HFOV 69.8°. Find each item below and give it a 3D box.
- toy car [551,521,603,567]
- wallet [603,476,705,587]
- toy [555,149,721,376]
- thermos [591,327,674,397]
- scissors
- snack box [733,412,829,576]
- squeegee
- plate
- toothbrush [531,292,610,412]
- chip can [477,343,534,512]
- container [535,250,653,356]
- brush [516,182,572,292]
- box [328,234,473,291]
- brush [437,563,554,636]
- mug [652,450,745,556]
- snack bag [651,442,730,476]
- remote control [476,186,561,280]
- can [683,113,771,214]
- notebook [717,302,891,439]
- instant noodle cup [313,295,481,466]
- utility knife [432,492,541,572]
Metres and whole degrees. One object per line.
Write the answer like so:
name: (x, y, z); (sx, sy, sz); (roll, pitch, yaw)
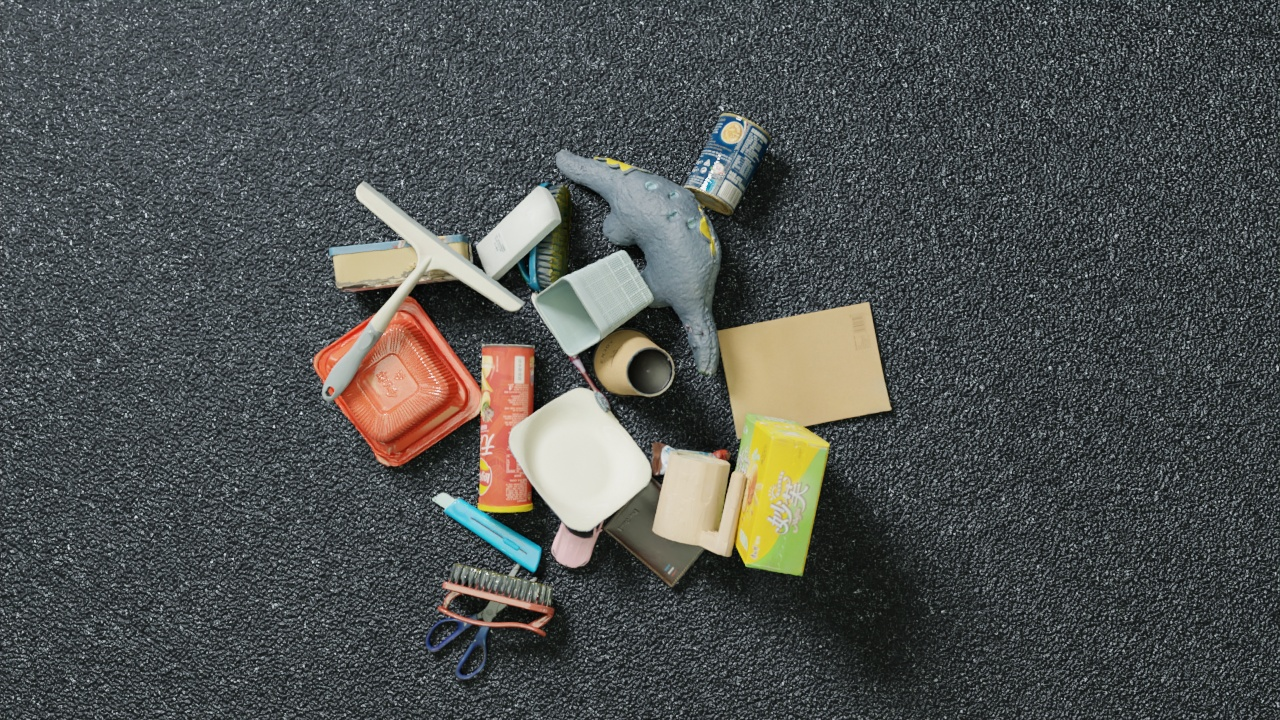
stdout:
toy car: (-0.077, 0.214, 1.207); (0.056, 0.037, 0.122); (20, 90, 0)
wallet: (0.026, 0.226, 1.220); (0.122, 0.020, 0.096); (41, 88, 1)
toy: (0.029, -0.150, 1.189); (0.138, 0.091, 0.356); (-33, 87, 13)
thermos: (-0.007, 0.007, 1.165); (0.093, 0.143, 0.093); (-1, 96, -14)
scissors: (-0.202, 0.348, 1.213); (0.169, 0.012, 0.146); (-14, 88, -3)
snack box: (0.161, 0.156, 1.123); (0.070, 0.210, 0.157); (11, 93, -3)
squeegee: (-0.315, -0.048, 1.117); (0.246, 0.039, 0.246); (38, 91, -4)
plate: (-0.081, 0.128, 1.179); (0.163, 0.034, 0.163); (-32, 82, -39)
toothbrush: (-0.092, -0.011, 1.212); (0.016, 0.017, 0.187); (-32, 86, -5)
chip can: (-0.173, 0.087, 1.187); (0.073, 0.073, 0.216); (1, 90, -2)
container: (-0.054, -0.077, 1.164); (0.111, 0.090, 0.090); (-34, 95, -37)
brush: (-0.130, -0.161, 1.203); (0.074, 0.055, 0.144); (3, 89, 21)
box: (-0.309, -0.124, 1.176); (0.184, 0.090, 0.059); (-5, 94, -6)
brush: (-0.183, 0.310, 1.180); (0.146, 0.063, 0.069); (15, 74, -4)
mug: (0.078, 0.176, 1.149); (0.084, 0.125, 0.103); (9, 93, -38)
snack bag: (0.066, 0.135, 1.218); (0.105, 0.026, 0.045); (6, 93, 0)
remote control: (-0.157, -0.162, 1.177); (0.135, 0.019, 0.056); (-38, 65, 29)
can: (0.113, -0.255, 1.200); (0.075, 0.075, 0.111); (28, 88, -2)
notebook: (0.220, 0.013, 1.232); (0.211, 0.012, 0.149); (-11, 89, -2)
instant noodle cup: (-0.315, 0.030, 1.180); (0.164, 0.079, 0.189); (-36, 93, -1)
utility knife: (-0.202, 0.222, 1.211); (0.166, 0.018, 0.034); (32, 88, 0)
